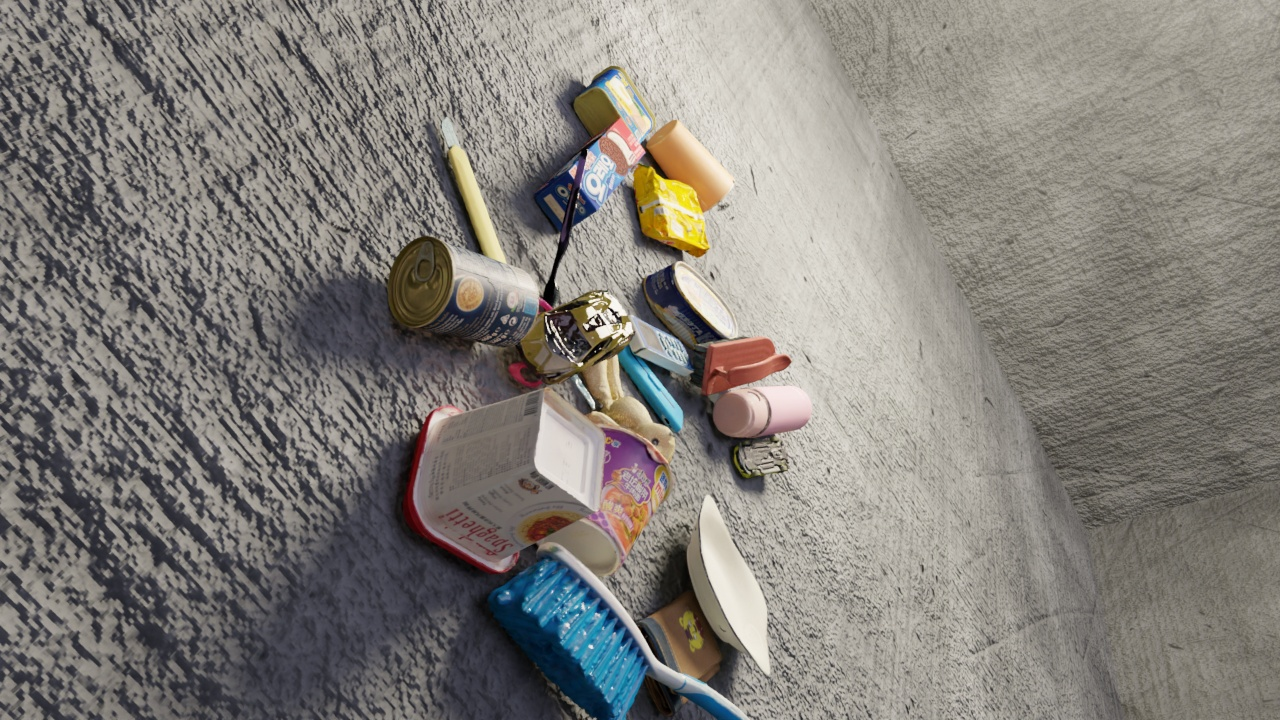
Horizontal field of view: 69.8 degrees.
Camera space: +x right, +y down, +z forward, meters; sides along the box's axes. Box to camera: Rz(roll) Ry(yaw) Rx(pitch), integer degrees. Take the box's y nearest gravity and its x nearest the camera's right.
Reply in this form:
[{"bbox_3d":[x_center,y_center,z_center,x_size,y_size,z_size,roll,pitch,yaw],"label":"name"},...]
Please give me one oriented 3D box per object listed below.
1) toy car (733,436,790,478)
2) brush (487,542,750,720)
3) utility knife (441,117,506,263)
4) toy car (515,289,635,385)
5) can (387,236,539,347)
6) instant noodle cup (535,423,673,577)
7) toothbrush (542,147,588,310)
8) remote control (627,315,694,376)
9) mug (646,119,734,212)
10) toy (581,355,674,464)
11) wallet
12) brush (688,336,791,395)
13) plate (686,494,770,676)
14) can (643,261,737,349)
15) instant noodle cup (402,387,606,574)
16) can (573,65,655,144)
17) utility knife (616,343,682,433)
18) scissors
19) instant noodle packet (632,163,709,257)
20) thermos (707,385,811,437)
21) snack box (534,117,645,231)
[{"bbox_3d":[0.155,0.128,1.197,0.105,0.032,0.048,-1,69,-47],"label":"toy car"},{"bbox_3d":[0.002,0.269,0.776,0.314,0.061,0.109,54,46,-19],"label":"brush"},{"bbox_3d":[-0.160,-0.155,0.895,0.030,0.019,0.183,-12,85,-65],"label":"utility knife"},{"bbox_3d":[-0.061,-0.024,0.890,0.070,0.042,0.157,55,36,1],"label":"toy car"},{"bbox_3d":[-0.148,-0.055,0.782,0.111,0.075,0.075,15,56,-55],"label":"can"},{"bbox_3d":[-0.039,0.127,0.804,0.111,0.112,0.099,54,40,-21],"label":"instant noodle cup"},{"bbox_3d":[-0.076,-0.139,0.965,0.016,0.014,0.188,39,60,-60],"label":"toothbrush"},{"bbox_3d":[0.020,-0.014,1.072,0.124,0.024,0.049,26,34,-56],"label":"remote control"},{"bbox_3d":[0.069,-0.281,1.318,0.123,0.078,0.078,47,34,-24],"label":"mug"},{"bbox_3d":[-0.015,0.051,0.937,0.105,0.066,0.157,26,31,-58],"label":"toy"},{"bbox_3d":[0.038,0.281,0.889,0.115,0.033,0.090,-5,73,-64],"label":"wallet"},{"bbox_3d":[0.129,0.004,1.150,0.145,0.069,0.063,-12,115,-48],"label":"brush"},{"bbox_3d":[0.088,0.239,0.971,0.164,0.034,0.163,61,14,-14],"label":"plate"},{"bbox_3d":[0.066,-0.066,1.175,0.148,0.049,0.074,40,38,-38],"label":"can"},{"bbox_3d":[-0.099,0.087,0.705,0.116,0.124,0.116,41,38,-37],"label":"instant noodle cup"},{"bbox_3d":[-0.034,-0.320,1.192,0.102,0.057,0.083,54,33,-20],"label":"can"},{"bbox_3d":[-0.006,0.006,1.034,0.182,0.018,0.034,53,32,-19],"label":"utility knife"},{"bbox_3d":[-0.083,-0.007,0.897,0.133,0.017,0.133,-18,72,-52],"label":"scissors"},{"bbox_3d":[0.039,-0.199,1.237,0.128,0.044,0.110,12,60,-53],"label":"instant noodle packet"},{"bbox_3d":[0.156,0.062,1.223,0.087,0.067,0.198,42,21,26],"label":"thermos"},{"bbox_3d":[-0.055,-0.220,1.080,0.058,0.057,0.206,53,32,-17],"label":"snack box"}]
